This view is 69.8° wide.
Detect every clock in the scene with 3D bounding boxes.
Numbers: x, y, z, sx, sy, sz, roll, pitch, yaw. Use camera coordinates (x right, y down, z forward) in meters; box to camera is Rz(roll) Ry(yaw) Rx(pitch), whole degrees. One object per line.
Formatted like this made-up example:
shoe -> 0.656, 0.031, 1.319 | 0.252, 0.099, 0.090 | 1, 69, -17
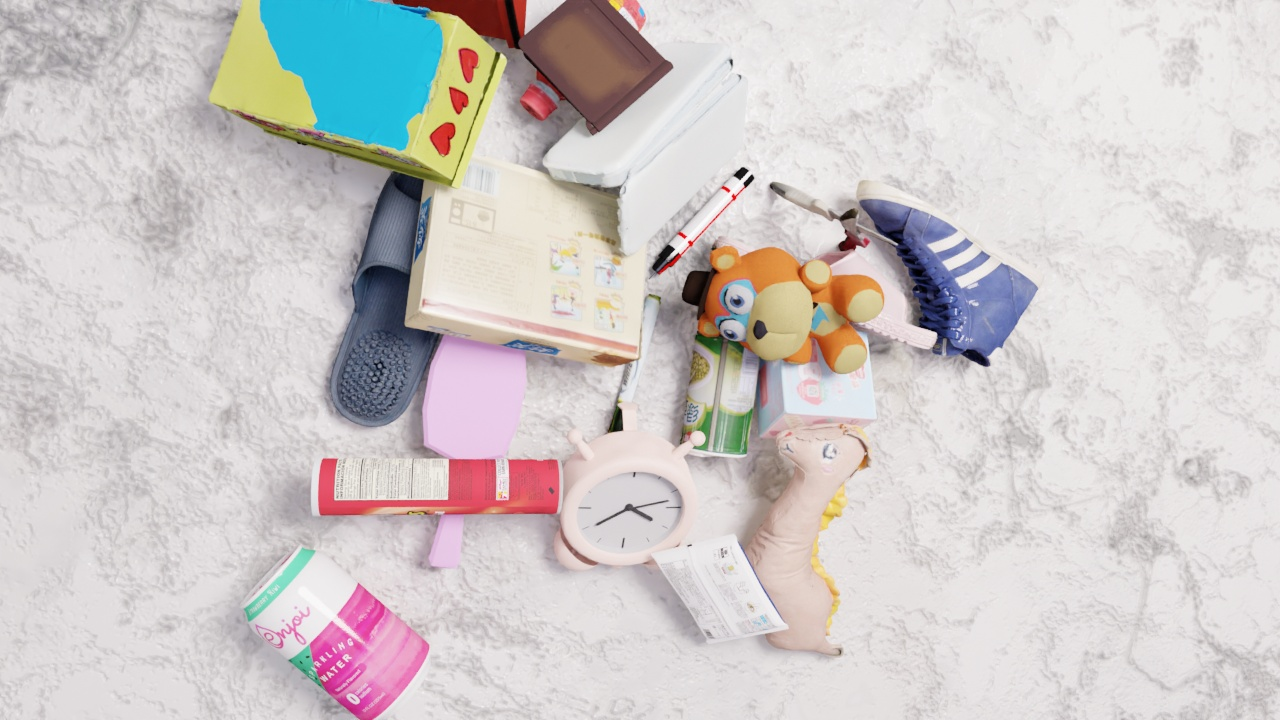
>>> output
clock -> -0.015, 0.130, 0.890 | 0.131, 0.086, 0.161 | 2, 114, -12

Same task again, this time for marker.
marker -> 0.058, -0.135, 0.913 | 0.019, 0.019, 0.145 | 44, 85, -12
marker -> -0.005, 0.005, 0.914 | 0.017, 0.017, 0.146 | 15, 91, -13

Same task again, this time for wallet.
wallet -> -0.042, -0.265, 0.805 | 0.091, 0.018, 0.115 | -41, 74, -1

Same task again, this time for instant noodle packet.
instant noodle packet -> 0.077, 0.224, 0.888 | 0.087, 0.026, 0.134 | -18, 118, 23

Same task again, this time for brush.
brush -> -0.167, 0.082, 0.872 | 0.089, 0.043, 0.228 | 10, 93, -12

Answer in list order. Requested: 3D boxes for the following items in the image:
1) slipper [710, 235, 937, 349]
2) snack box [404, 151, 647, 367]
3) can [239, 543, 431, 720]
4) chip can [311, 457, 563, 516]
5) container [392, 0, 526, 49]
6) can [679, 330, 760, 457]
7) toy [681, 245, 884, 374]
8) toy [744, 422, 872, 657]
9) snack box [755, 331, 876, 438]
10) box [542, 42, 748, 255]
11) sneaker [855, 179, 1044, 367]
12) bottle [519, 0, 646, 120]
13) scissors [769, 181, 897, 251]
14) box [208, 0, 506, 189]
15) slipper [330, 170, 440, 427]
slipper -> 0.186, -0.081, 0.908 | 0.239, 0.094, 0.064 | 23, 94, -7
snack box -> -0.095, -0.087, 0.821 | 0.207, 0.055, 0.153 | 12, 73, -28
can -> -0.276, 0.250, 0.841 | 0.088, 0.088, 0.166 | -45, 102, -5
chip can -> -0.179, 0.113, 0.823 | 0.214, 0.052, 0.052 | 2, 94, -12
container -> -0.112, -0.350, 0.795 | 0.201, 0.148, 0.127 | 3, 90, -3
can -> 0.079, 0.034, 0.907 | 0.067, 0.067, 0.121 | 7, 93, -12
toy -> 0.125, -0.050, 0.830 | 0.176, 0.096, 0.112 | 19, 131, 16
toy -> 0.176, 0.181, 0.912 | 0.196, 0.065, 0.265 | 20, 113, -16
snack box -> 0.169, 0.025, 0.904 | 0.094, 0.080, 0.092 | 4, 66, -12
box -> 0.004, -0.208, 0.846 | 0.106, 0.130, 0.210 | 26, 54, 25
sneaker -> 0.292, -0.078, 0.935 | 0.233, 0.091, 0.118 | 24, 92, -21
bottle -> -0.059, -0.285, 0.855 | 0.062, 0.062, 0.137 | 40, 85, -12
scissors -> 0.182, -0.133, 0.869 | 0.179, 0.196, 0.015 | 41, 95, 28
box -> -0.234, -0.231, 0.760 | 0.221, 0.082, 0.124 | 17, 89, 20
slipper -> -0.212, -0.062, 0.833 | 0.101, 0.082, 0.263 | 18, 91, -15
